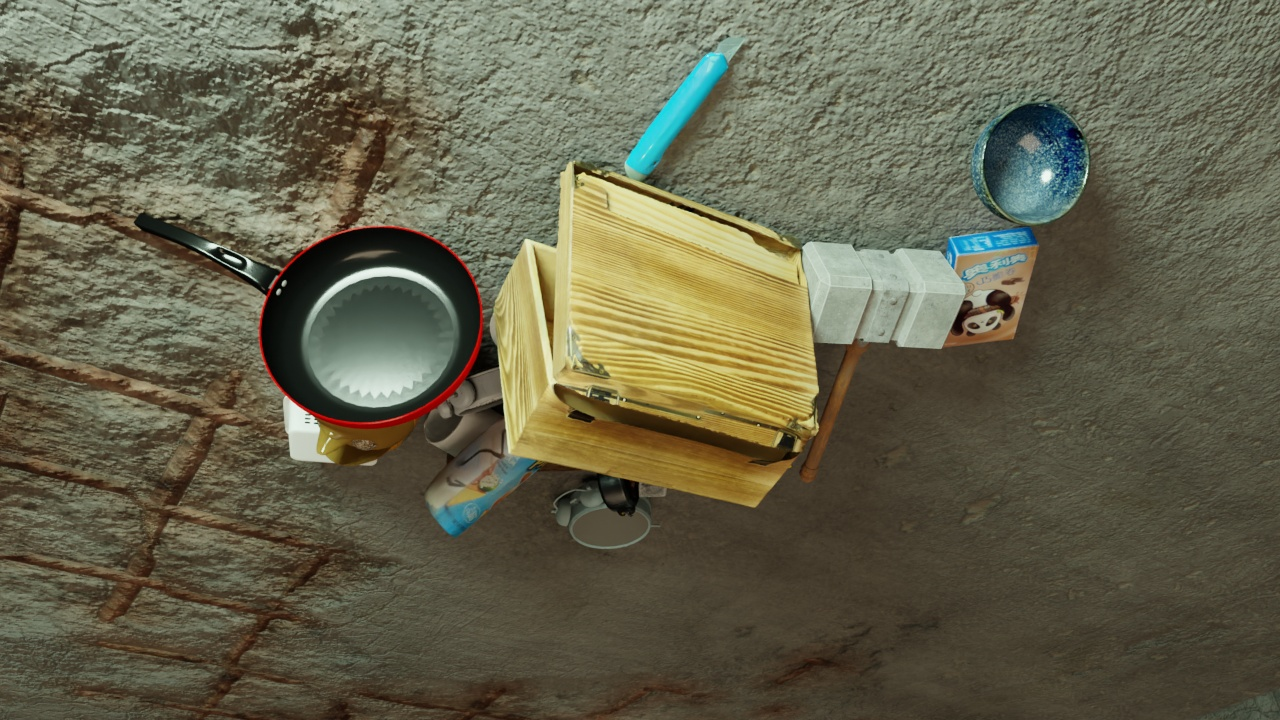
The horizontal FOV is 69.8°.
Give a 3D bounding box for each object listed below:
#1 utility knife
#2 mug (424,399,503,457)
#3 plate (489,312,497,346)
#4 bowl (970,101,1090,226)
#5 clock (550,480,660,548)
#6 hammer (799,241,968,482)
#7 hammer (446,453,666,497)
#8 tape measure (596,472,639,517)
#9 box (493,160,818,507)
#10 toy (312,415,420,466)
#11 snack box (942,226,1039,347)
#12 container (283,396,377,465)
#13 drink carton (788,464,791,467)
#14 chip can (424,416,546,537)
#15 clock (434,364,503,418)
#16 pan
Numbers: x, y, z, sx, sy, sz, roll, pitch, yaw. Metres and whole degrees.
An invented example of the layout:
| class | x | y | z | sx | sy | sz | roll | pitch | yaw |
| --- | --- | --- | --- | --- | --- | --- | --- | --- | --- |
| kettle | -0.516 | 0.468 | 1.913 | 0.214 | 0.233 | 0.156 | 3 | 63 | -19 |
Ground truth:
| class | x | y | z | sx | sy | sz | roll | pitch | yaw |
| --- | --- | --- | --- | --- | --- | --- | --- | --- | --- |
| utility knife | 0.036 | -0.227 | 0.836 | 0.031 | 0.015 | 0.174 | 20 | 133 | -30 |
| mug | -0.221 | 0.090 | 1.144 | 0.111 | 0.073 | 0.090 | -5 | 147 | 42 |
| plate | -0.103 | -0.040 | 1.041 | 0.134 | 0.011 | 0.135 | -3 | 139 | -3 |
| bowl | 0.360 | -0.184 | 0.873 | 0.114 | 0.061 | 0.114 | -1 | 97 | -12 |
| clock | -0.054 | 0.220 | 1.323 | 0.159 | 0.045 | 0.123 | 29 | 128 | -35 |
| hammer | 0.230 | 0.024 | 1.047 | 0.162 | 0.082 | 0.318 | 3 | 128 | -11 |
| hammer | -0.104 | 0.107 | 1.194 | 0.300 | 0.037 | 0.218 | -1 | 139 | -4 |
| tape measure | -0.028 | 0.159 | 1.180 | 0.042 | 0.071 | 0.072 | -12 | 133 | 15 |
| box | 0.026 | -0.017 | 0.893 | 0.279 | 0.256 | 0.216 | 17 | 126 | -26 |
| toy | -0.307 | 0.037 | 1.011 | 0.199 | 0.162 | 0.204 | 27 | 151 | 10 |
| snack box | 0.383 | -0.079 | 1.028 | 0.087 | 0.034 | 0.151 | -7 | 139 | 3 |
| container | -0.376 | 0.089 | 1.133 | 0.129 | 0.049 | 0.081 | 6 | 138 | -13 |
| drink carton | 0.135 | 0.136 | 1.248 | 0.123 | 0.041 | 0.058 | -24 | 136 | 21 |
| chip can | -0.152 | 0.106 | 1.079 | 0.229 | 0.080 | 0.080 | -40 | 137 | -8 |
| clock | -0.183 | 0.035 | 1.046 | 0.122 | 0.035 | 0.095 | -18 | 174 | -39 |
| pan | -0.325 | -0.060 | 0.896 | 0.356 | 0.208 | 0.067 | 22 | 158 | 6 |
